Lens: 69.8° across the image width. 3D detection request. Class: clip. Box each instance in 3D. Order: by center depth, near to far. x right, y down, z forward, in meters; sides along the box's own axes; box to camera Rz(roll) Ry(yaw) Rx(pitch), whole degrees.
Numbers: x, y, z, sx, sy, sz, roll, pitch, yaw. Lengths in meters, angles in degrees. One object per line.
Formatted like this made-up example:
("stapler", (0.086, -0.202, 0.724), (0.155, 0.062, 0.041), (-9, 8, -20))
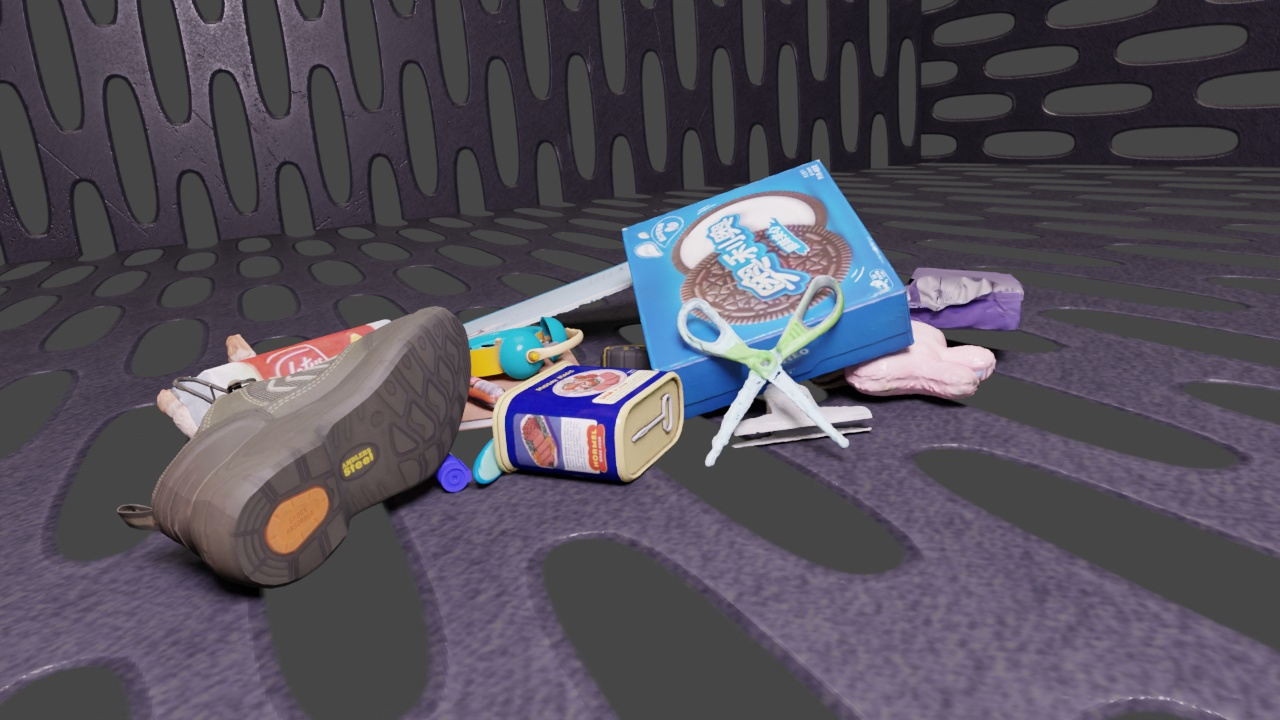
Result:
("clip", (0.109, 0.035, 0.660), (0.101, 0.045, 0.055), (-6, 27, -9))
("clip", (0.172, 0.004, 0.767), (0.059, 0.052, 0.026), (18, 8, -24))

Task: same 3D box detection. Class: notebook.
("notebook", (-0.121, 0.022, 0.830), (0.141, 0.008, 0.209), (-7, 15, -11))
("notebook", (-0.096, -0.063, 0.998), (0.253, 0.009, 0.181), (-21, 12, 0))

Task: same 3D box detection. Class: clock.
("clock", (-0.117, -0.010, 0.853), (0.130, 0.044, 0.099), (-7, 13, 20))

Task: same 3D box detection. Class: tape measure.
("tape measure", (-0.005, 0.005, 0.810), (0.061, 0.034, 0.061), (0, 6, 3))

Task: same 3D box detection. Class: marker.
("marker", (-0.151, 0.063, 0.661), (0.020, 0.020, 0.142), (-11, 16, -24))

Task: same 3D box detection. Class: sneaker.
("sneaker", (-0.213, 0.046, 0.576), (0.143, 0.101, 0.237), (3, 29, 25))

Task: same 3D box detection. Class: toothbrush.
("toothbrush", (-0.098, 0.059, 0.659), (0.017, 0.022, 0.135), (-27, 10, 9))

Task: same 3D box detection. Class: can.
("can", (-0.032, 0.041, 0.638), (0.092, 0.056, 0.116), (4, 17, 24))

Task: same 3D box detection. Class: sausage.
("sausage", (-0.153, 0.019, 0.786), (0.020, 0.020, 0.155), (-14, 18, -33))

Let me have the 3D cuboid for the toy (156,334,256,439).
("toy", (-0.310, 0.046, 0.694), (0.085, 0.074, 0.106), (-33, 45, -13))

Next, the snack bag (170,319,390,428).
("snack bag", (-0.246, 0.021, 0.709), (0.041, 0.077, 0.224), (-34, 0, 19))

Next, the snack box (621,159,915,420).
("snack box", (0.093, -0.067, 0.770), (0.195, 0.056, 0.238), (-19, 36, 5))

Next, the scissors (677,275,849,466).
("scissors", (0.084, 0.003, 0.644), (0.172, 0.023, 0.171), (26, 65, 25))

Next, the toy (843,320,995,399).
("toy", (0.220, 0.003, 0.719), (0.105, 0.053, 0.108), (16, 27, 37))

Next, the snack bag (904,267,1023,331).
("snack bag", (0.288, -0.055, 0.838), (0.096, 0.058, 0.205), (2, 3, 16))
